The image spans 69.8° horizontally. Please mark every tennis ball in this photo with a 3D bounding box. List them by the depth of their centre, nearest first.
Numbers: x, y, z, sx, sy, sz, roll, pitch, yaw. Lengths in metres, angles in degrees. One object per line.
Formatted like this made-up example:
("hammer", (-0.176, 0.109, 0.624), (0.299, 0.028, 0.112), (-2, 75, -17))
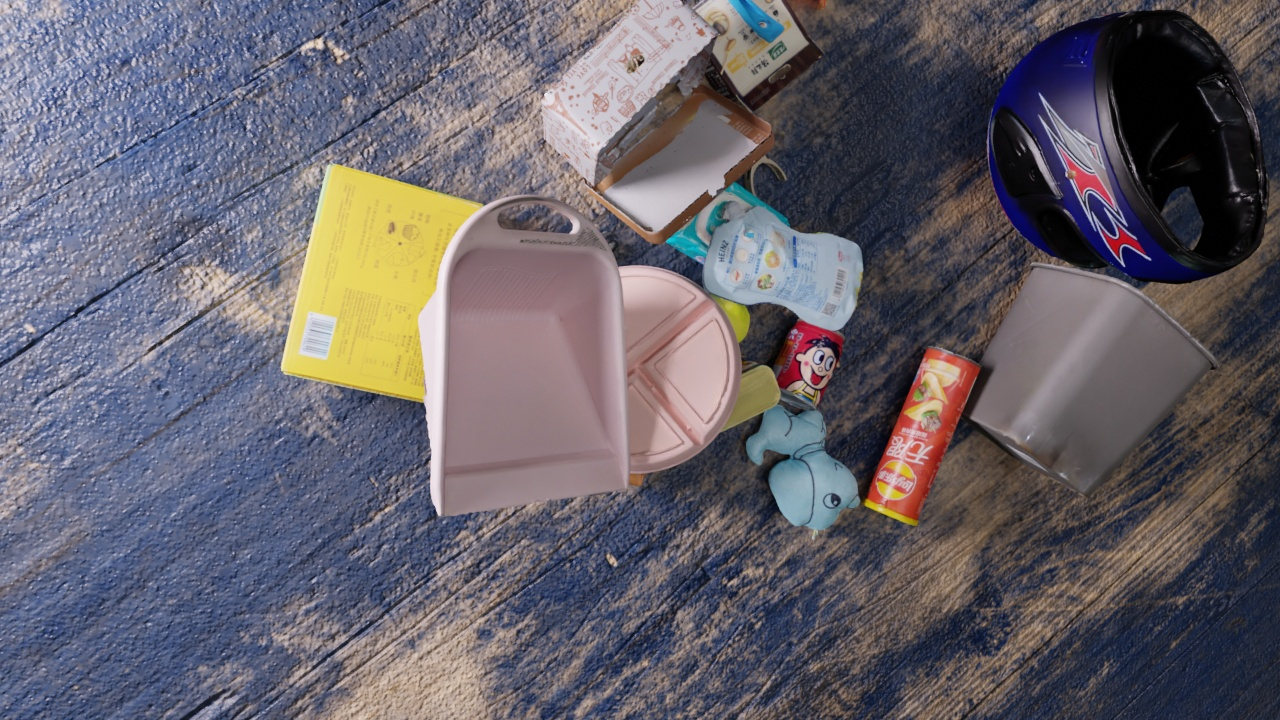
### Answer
("tennis ball", (0.091, -0.045, 1.038), (0.065, 0.065, 0.065), (-3, 99, -17))

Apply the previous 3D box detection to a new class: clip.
("clip", (0.128, -0.237, 1.040), (0.071, 0.035, 0.100), (-31, 111, -12))

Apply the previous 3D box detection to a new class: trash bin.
("trash bin", (0.530, 0.027, 1.128), (0.198, 0.199, 0.220), (33, 94, -19))

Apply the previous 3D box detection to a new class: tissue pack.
("tissue pack", (0.092, -0.150, 1.031), (0.133, 0.050, 0.093), (29, 89, -19))

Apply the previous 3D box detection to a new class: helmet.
("helmet", (0.532, -0.224, 1.049), (0.247, 0.241, 0.315), (-12, 84, -16))

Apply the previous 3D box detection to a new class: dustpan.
("dustpan", (-0.097, -0.006, 0.862), (0.222, 0.139, 0.273), (-5, 68, -41))

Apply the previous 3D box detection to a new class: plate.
("plate", (-0.006, 0.006, 0.984), (0.229, 0.028, 0.229), (-1, 80, 3))

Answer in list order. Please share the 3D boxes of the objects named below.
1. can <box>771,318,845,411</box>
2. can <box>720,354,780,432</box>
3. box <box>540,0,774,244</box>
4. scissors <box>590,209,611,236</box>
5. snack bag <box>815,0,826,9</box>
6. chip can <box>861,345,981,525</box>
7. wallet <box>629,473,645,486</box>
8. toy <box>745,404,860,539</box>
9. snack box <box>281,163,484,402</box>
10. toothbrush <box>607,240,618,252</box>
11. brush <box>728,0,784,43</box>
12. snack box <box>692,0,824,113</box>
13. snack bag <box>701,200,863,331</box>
("can", (0.193, 0.004, 1.074), (0.066, 0.066, 0.093), (28, 82, -19))
("can", (0.097, 0.037, 1.043), (0.102, 0.083, 0.057), (-25, 105, -13))
("box", (0.023, -0.233, 0.941), (0.187, 0.155, 0.182), (44, 84, 3))
("scissors", (-0.104, -0.116, 0.965), (0.166, 0.156, 0.012), (-44, 65, 12))
("snack bag", (0.183, -0.503, 0.993), (0.128, 0.073, 0.208), (2, 96, -53))
("chip can", (0.348, 0.093, 1.135), (0.073, 0.073, 0.216), (23, 91, -19))
("wallet", (-0.048, 0.072, 1.011), (0.132, 0.031, 0.108), (15, 93, 2))
("toy", (0.198, 0.136, 1.108), (0.161, 0.050, 0.156), (8, 91, -17))
("snack box", (-0.256, -0.075, 0.922), (0.157, 0.070, 0.210), (13, 94, -19))
("toothbrush", (-0.097, -0.072, 1.002), (0.189, 0.017, 0.014), (-39, 97, -7))
("brush", (0.057, -0.432, 0.957), (0.254, 0.046, 0.083), (47, 73, -5))
("snack box", (0.118, -0.353, 1.008), (0.113, 0.053, 0.125), (-40, 108, -9))
("snack bag", (0.158, -0.104, 1.014), (0.191, 0.039, 0.110), (15, 92, -23))
